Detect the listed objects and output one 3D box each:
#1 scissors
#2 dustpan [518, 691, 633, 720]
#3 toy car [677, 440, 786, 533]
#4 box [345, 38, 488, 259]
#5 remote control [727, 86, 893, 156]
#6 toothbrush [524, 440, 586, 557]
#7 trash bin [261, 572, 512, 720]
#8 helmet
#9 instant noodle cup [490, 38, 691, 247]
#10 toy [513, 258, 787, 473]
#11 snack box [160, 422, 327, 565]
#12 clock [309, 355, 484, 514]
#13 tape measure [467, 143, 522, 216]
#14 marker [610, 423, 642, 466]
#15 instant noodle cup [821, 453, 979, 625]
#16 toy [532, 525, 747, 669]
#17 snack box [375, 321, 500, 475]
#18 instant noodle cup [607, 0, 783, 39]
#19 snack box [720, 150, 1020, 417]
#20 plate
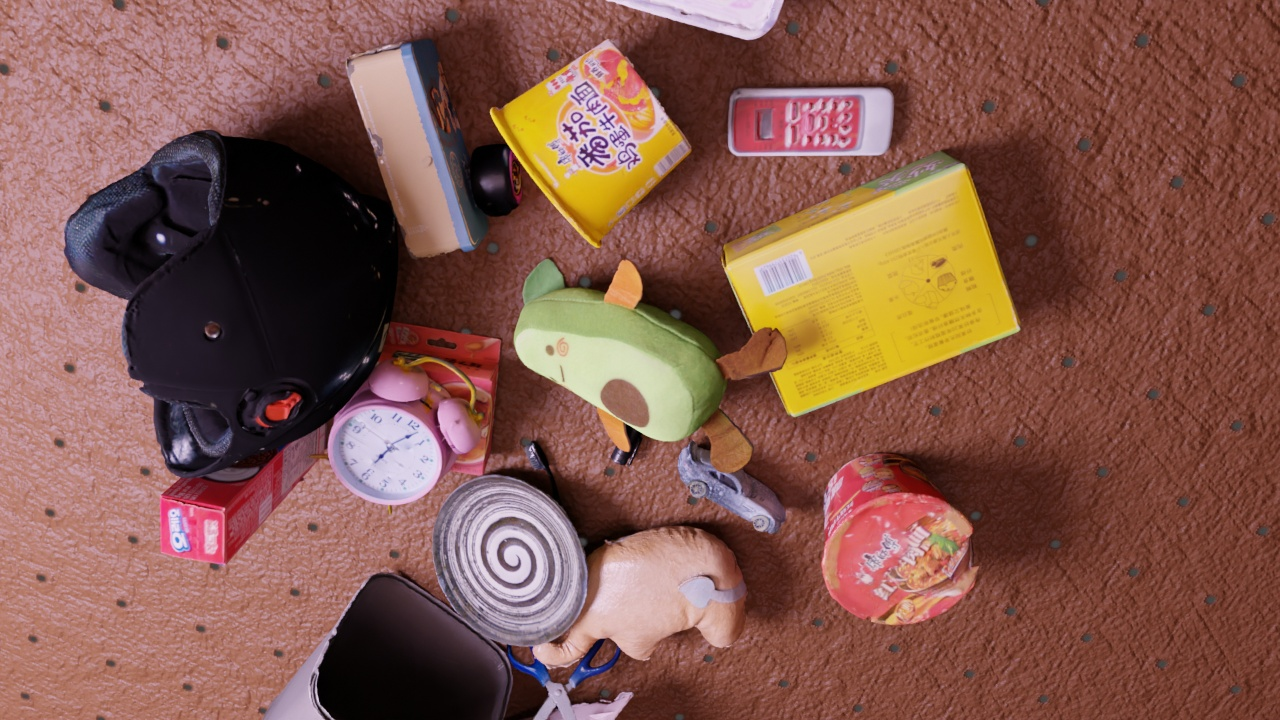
[{"bbox_3d":[-0.081,0.327,0.933,0.162,0.176,0.012,-24,130,-31],"label":"scissors"},{"bbox_3d":[-0.118,0.476,0.946,0.274,0.221,0.139,-22,100,40],"label":"dustpan"},{"bbox_3d":[0.089,0.121,0.879,0.120,0.054,0.037,32,112,-10],"label":"toy car"},{"bbox_3d":[-0.178,-0.168,0.757,0.059,0.089,0.184,-14,113,7],"label":"box"},{"bbox_3d":[0.141,-0.199,0.764,0.136,0.020,0.056,1,112,3],"label":"remote control"},{"bbox_3d":[-0.077,0.162,0.927,0.017,0.014,0.189,-15,111,17],"label":"toothbrush"},{"bbox_3d":[-0.283,0.377,0.937,0.199,0.198,0.220,41,114,-13],"label":"trash bin"},{"bbox_3d":[-0.315,-0.043,0.738,0.229,0.233,0.275,-5,117,-38],"label":"helmet"},{"bbox_3d":[-0.034,-0.177,0.727,0.110,0.138,0.138,-38,106,8],"label":"instant noodle cup"},{"bbox_3d":[-0.005,0.005,0.799,0.247,0.089,0.227,20,132,15],"label":"toy"},{"bbox_3d":[-0.343,0.099,0.812,0.057,0.207,0.058,10,111,1],"label":"snack box"},{"bbox_3d":[-0.209,0.060,0.818,0.117,0.059,0.159,40,107,-14],"label":"clock"},{"bbox_3d":[-0.124,-0.154,0.776,0.039,0.057,0.058,-2,120,5],"label":"tape measure"},{"bbox_3d":[0.006,0.043,0.870,0.022,0.020,0.132,32,113,18],"label":"marker"},{"bbox_3d":[0.230,0.159,0.858,0.138,0.108,0.138,1,112,2],"label":"instant noodle cup"},{"bbox_3d":[-0.007,0.240,0.920,0.226,0.082,0.143,-15,97,12],"label":"toy"},{"bbox_3d":[-0.195,0.037,0.865,0.113,0.044,0.127,9,112,0],"label":"snack box"},{"bbox_3d":[0.034,-0.332,0.693,0.173,0.060,0.138,15,112,-2],"label":"instant noodle cup"},{"bbox_3d":[0.195,-0.063,0.790,0.210,0.070,0.158,-23,109,11],"label":"snack box"},{"bbox_3d":[-0.130,0.199,0.918,0.180,0.024,0.179,4,101,22],"label":"plate"}]
